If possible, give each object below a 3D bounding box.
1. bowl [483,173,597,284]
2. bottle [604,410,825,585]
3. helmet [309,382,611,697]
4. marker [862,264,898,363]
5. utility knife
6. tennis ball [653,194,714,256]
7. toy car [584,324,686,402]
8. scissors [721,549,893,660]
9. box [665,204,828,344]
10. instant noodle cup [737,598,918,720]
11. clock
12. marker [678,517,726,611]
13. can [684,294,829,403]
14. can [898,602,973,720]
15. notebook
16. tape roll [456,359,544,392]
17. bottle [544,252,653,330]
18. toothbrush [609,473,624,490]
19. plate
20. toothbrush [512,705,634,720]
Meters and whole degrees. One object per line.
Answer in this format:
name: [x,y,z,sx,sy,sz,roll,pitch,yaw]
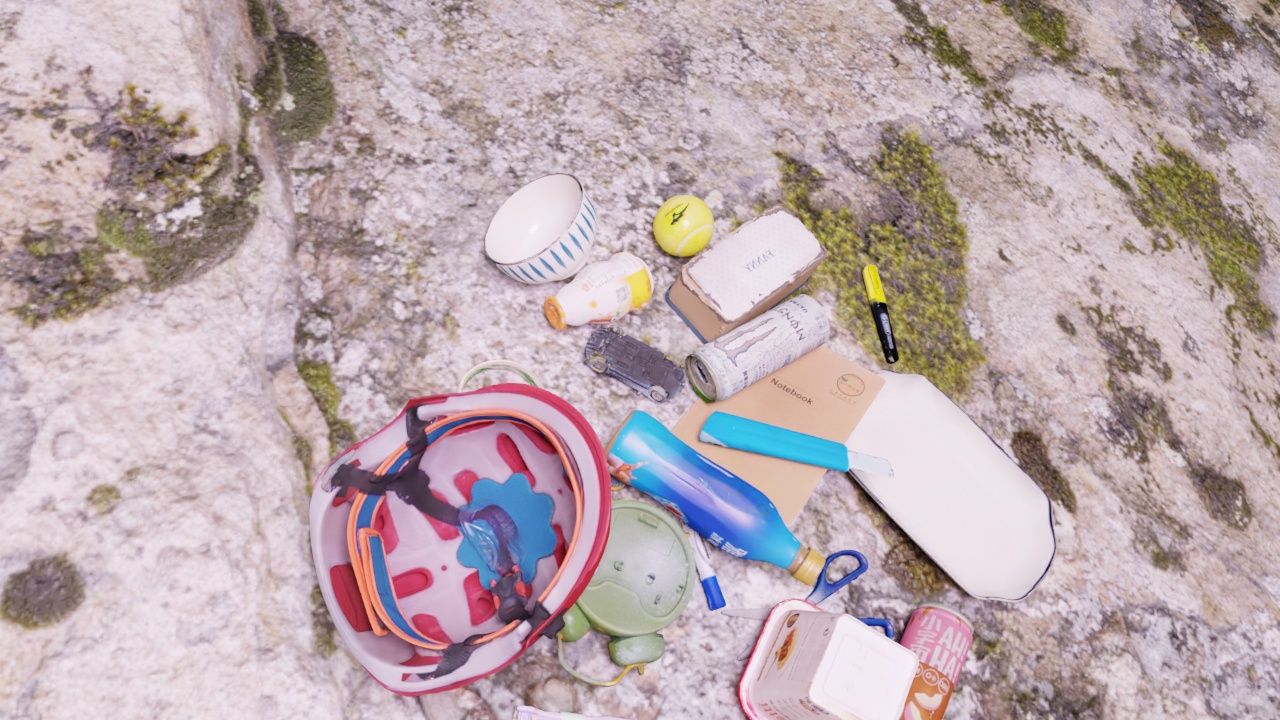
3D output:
bowl: [-0.090,-0.122,0.913,0.066,0.117,0.116,48,47,-43]
bottle: [0.067,0.128,0.827,0.219,0.065,0.065,34,59,6]
helmet: [-0.122,0.132,0.721,0.240,0.144,0.207,-32,73,1]
marker: [0.272,-0.053,1.038,0.018,0.015,0.124,-1,66,-15]
utility knife: [0.151,0.083,0.880,0.188,0.018,0.034,13,65,7]
tennis ball: [0.046,-0.144,0.981,0.065,0.066,0.065,7,62,-14]
toy car: [-0.005,0.005,0.908,0.105,0.031,0.048,27,60,-2]
scissors: [0.164,0.239,0.856,0.160,0.012,0.163,38,61,4]
box: [0.111,-0.089,0.979,0.183,0.061,0.090,-33,77,-27]
instant noodle cup: [0.161,0.266,0.768,0.116,0.124,0.116,31,66,-3]
clock: [-0.020,0.198,0.791,0.116,0.056,0.160,25,59,-4]
marker: [0.048,0.160,0.856,0.016,0.017,0.145,-11,68,-22]
can: [0.119,-0.013,0.926,0.146,0.058,0.058,-27,75,-21]
can: [0.251,0.294,0.829,0.058,0.058,0.147,35,59,2]
notebook: [0.135,0.053,0.920,0.148,0.008,0.207,30,58,19]
tape roll: [-0.131,0.040,0.861,0.085,0.014,0.085,8,62,-15]
bottle: [-0.042,-0.066,0.914,0.108,0.063,0.063,-25,74,-27]
toothbrush: [-0.105,0.093,0.839,0.191,0.018,0.016,15,59,-10]
plate: [0.308,0.128,0.945,0.265,0.034,0.161,45,60,7]
toothbrush: [-0.012,0.306,0.761,0.189,0.029,0.021,12,24,-13]
